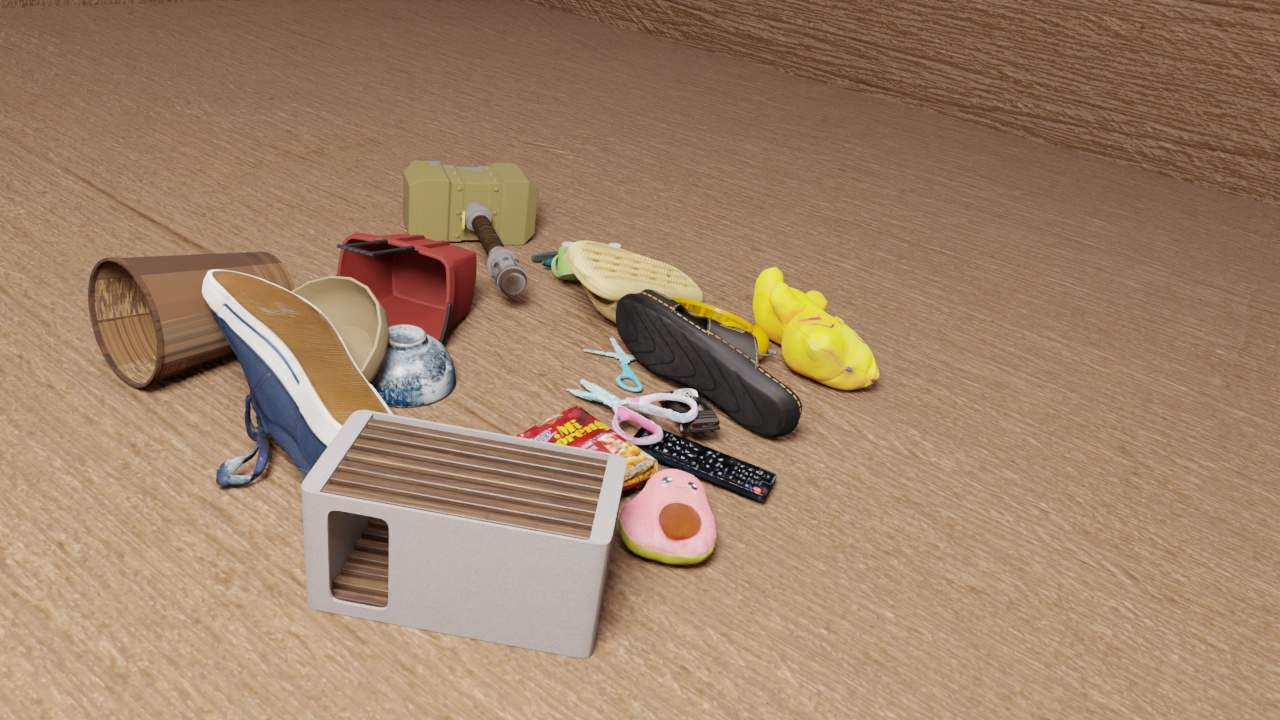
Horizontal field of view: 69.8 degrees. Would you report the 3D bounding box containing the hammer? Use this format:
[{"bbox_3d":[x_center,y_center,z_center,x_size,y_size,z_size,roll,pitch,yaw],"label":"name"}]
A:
[{"bbox_3d":[-0.215,-0.177,1.286,0.190,0.101,0.324,-3,31,-22],"label":"hammer"}]

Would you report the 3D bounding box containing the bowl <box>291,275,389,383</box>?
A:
[{"bbox_3d":[-0.326,-0.010,0.956,0.152,0.050,0.152,-7,63,15],"label":"bowl"}]

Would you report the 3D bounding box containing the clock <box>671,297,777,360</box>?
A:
[{"bbox_3d":[0.096,-0.036,1.158,0.152,0.052,0.113,29,17,34],"label":"clock"}]

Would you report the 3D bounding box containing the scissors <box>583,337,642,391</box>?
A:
[{"bbox_3d":[-0.007,0.007,1.113,0.135,0.015,0.133,6,27,6],"label":"scissors"}]

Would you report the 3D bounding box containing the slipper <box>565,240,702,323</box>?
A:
[{"bbox_3d":[-0.016,-0.093,1.215,0.261,0.079,0.111,3,42,-53],"label":"slipper"}]

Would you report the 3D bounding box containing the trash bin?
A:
[{"bbox_3d":[-0.137,0.135,0.733,0.229,0.115,0.114,10,29,1],"label":"trash bin"}]

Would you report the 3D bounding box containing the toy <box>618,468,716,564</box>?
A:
[{"bbox_3d":[0.026,0.140,0.838,0.090,0.051,0.109,11,28,0],"label":"toy"}]

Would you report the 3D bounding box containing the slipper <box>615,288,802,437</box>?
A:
[{"bbox_3d":[0.079,-0.006,1.054,0.268,0.113,0.075,33,48,28],"label":"slipper"}]

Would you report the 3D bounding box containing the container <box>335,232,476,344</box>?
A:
[{"bbox_3d":[-0.287,-0.086,1.075,0.148,0.127,0.200,14,19,10],"label":"container"}]

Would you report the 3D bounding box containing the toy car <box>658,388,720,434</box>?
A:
[{"bbox_3d":[0.054,0.053,1.005,0.040,0.037,0.092,-3,19,-20],"label":"toy car"}]

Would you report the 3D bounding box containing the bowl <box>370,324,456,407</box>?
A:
[{"bbox_3d":[-0.258,-0.003,1.005,0.114,0.061,0.114,8,28,-5],"label":"bowl"}]

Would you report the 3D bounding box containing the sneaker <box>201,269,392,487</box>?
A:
[{"bbox_3d":[-0.349,0.027,0.871,0.294,0.127,0.120,45,21,29],"label":"sneaker"}]

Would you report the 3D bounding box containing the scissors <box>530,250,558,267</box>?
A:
[{"bbox_3d":[-0.090,-0.151,1.359,0.127,0.019,0.141,10,22,12],"label":"scissors"}]

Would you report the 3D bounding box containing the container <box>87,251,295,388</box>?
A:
[{"bbox_3d":[-0.468,-0.055,0.979,0.132,0.132,0.166,26,27,28],"label":"container"}]

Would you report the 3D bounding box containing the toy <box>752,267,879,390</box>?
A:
[{"bbox_3d":[0.209,-0.036,1.168,0.134,0.087,0.193,27,19,-34],"label":"toy"}]

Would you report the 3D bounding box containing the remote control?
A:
[{"bbox_3d":[0.062,0.107,0.942,0.150,0.022,0.047,20,30,16],"label":"remote control"}]

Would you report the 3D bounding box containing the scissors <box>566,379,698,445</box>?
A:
[{"bbox_3d":[-0.010,0.043,1.005,0.102,0.016,0.179,-25,29,-26],"label":"scissors"}]

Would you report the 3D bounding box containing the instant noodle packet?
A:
[{"bbox_3d":[-0.056,0.098,0.906,0.098,0.040,0.135,-27,46,-37],"label":"instant noodle packet"}]

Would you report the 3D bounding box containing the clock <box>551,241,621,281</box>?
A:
[{"bbox_3d":[-0.076,-0.135,1.282,0.094,0.042,0.119,1,-4,-8],"label":"clock"}]
